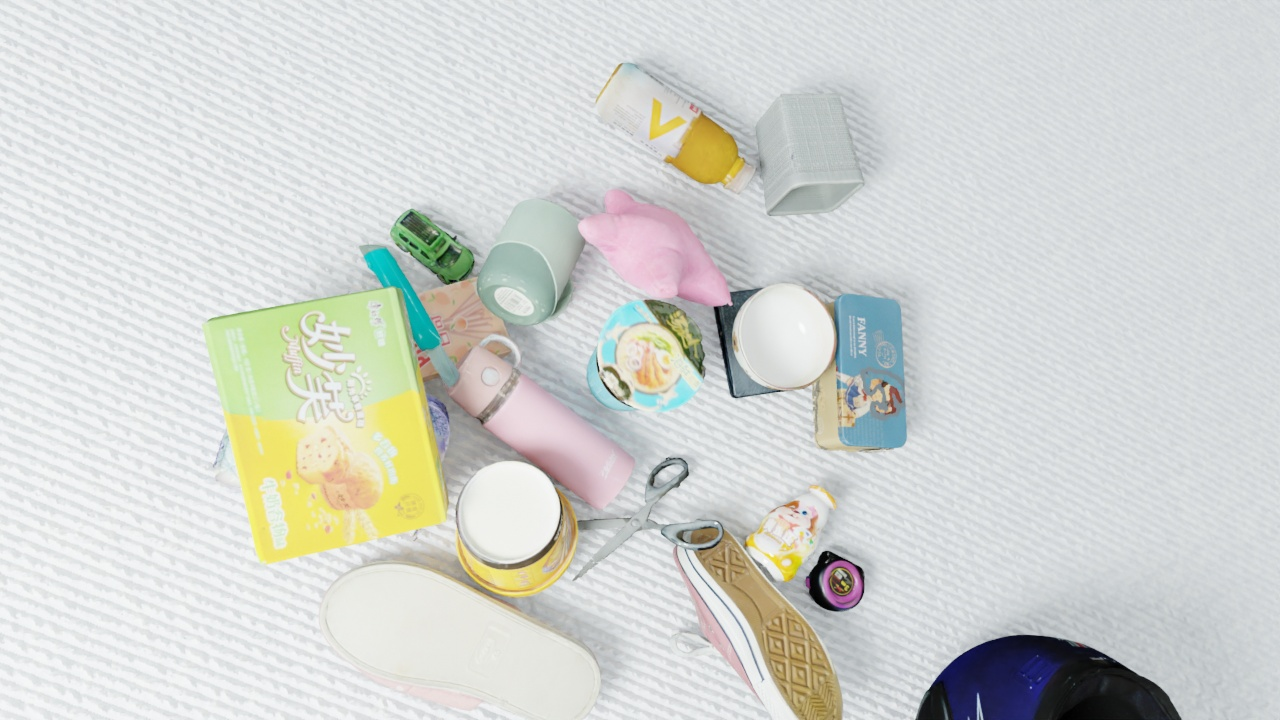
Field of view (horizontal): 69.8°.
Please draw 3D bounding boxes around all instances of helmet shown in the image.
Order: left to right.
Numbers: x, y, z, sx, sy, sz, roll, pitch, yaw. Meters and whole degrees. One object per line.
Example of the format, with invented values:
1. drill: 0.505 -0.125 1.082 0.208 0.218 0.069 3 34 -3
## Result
1. helmet: 0.381 0.431 0.889 0.247 0.241 0.314 19 65 -11

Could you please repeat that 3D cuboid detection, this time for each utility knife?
1. utility knife: -0.224 -0.047 0.891 0.029 0.013 0.196 -24 61 -22

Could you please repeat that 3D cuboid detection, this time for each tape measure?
1. tape measure: 0.209 0.240 0.986 0.057 0.039 0.057 26 70 -10

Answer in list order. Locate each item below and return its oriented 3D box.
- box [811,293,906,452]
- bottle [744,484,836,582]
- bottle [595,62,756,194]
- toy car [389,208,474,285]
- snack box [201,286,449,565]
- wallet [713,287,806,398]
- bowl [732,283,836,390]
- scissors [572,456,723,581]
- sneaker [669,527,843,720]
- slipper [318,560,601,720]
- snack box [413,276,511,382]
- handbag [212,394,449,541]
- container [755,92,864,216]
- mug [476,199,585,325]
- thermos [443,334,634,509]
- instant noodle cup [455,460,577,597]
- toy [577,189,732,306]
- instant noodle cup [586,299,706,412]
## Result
1. box: 0.241 0.010 1.020 0.089 0.064 0.184 2 82 -23
2. bottle: 0.161 0.181 0.970 0.063 0.063 0.108 47 72 -4
3. bottle: 0.042 -0.250 1.010 0.189 0.068 0.068 33 73 -8
4. toy car: -0.211 -0.116 0.934 0.091 0.036 0.043 39 71 -10
5. snack box: -0.262 0.052 0.781 0.157 0.070 0.210 -12 96 -9
6. wallet: 0.136 -0.022 1.024 0.097 0.019 0.121 -8 84 -18
7. bowl: 0.146 -0.021 0.984 0.113 0.062 0.113 3 80 -18
8. scissors: -0.001 0.161 0.930 0.181 0.014 0.159 8 49 11
9. sneaker: 0.107 0.280 0.926 0.118 0.088 0.241 -19 64 -40
10. slipper: -0.167 0.269 0.867 0.274 0.054 0.114 22 75 -8
11. snack box: -0.215 -0.024 0.920 0.157 0.026 0.084 -18 86 -18
12. handbag: -0.279 0.077 0.854 0.194 0.075 0.134 20 92 -11
13. container: 0.186 -0.234 1.039 0.090 0.090 0.114 -6 79 -17
14. mug: -0.105 -0.086 0.928 0.112 0.082 0.106 58 41 -43
15. thermos: -0.096 0.057 0.910 0.198 0.067 0.087 39 60 -11
16. instant noodle cup: -0.119 0.153 0.855 0.118 0.115 0.118 1 68 -2
17. toy: 0.023 -0.106 0.938 0.178 0.194 0.075 32 113 -6
18. instant noodle cup: -0.005 0.005 0.925 0.111 0.121 0.111 3 79 -17
